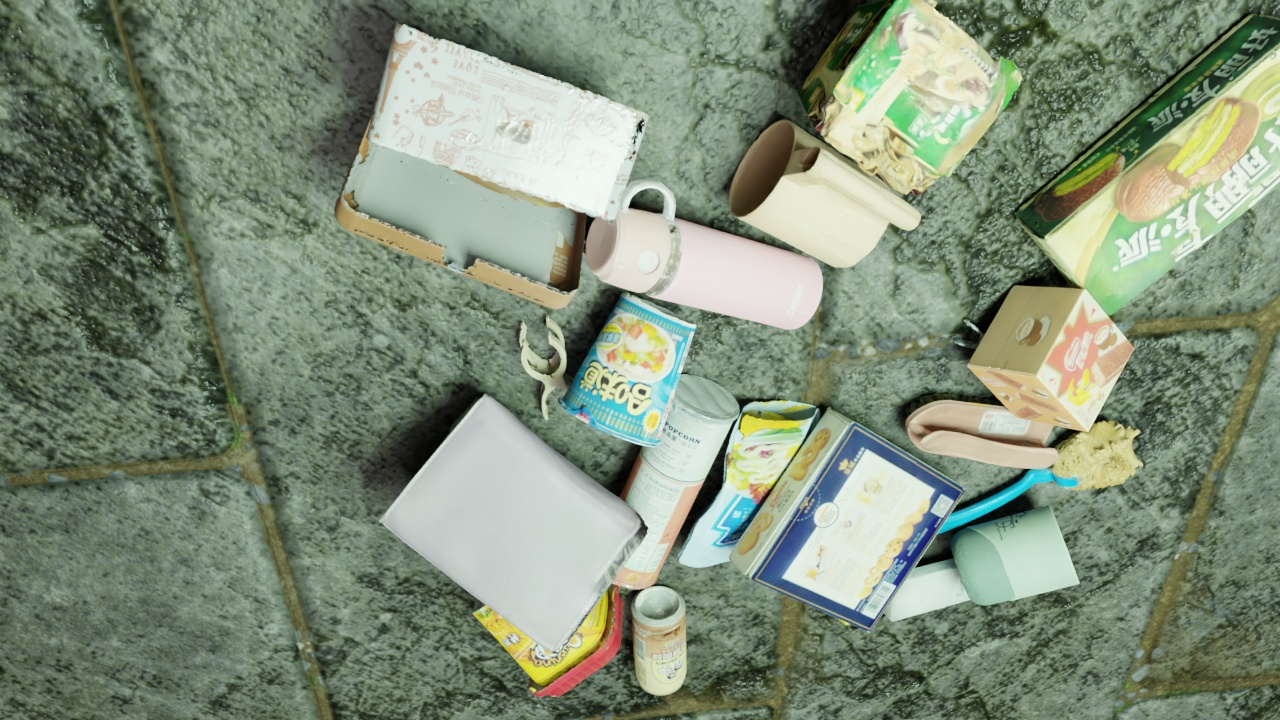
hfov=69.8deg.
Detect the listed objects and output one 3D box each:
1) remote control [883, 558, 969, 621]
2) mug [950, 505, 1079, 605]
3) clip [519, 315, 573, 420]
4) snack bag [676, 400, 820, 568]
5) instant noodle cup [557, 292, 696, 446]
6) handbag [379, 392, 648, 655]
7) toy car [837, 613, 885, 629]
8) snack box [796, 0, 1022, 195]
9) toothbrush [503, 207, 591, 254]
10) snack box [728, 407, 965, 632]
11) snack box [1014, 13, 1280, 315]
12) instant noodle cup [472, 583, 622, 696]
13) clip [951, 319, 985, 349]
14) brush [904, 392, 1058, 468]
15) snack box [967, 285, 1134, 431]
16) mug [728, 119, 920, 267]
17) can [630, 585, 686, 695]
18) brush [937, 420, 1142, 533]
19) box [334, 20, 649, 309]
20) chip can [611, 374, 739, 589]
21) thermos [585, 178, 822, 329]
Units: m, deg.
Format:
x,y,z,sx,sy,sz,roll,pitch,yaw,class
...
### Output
x,y,z,sx,sy,sz,roll,pitch,yaw,class
0.327,0.247,1.009,0.135,0.019,0.056,-8,118,-21,remote control
0.388,0.200,0.962,0.106,0.111,0.082,-22,99,20,mug
-0.070,0.006,0.819,0.076,0.034,0.103,-24,126,7,clip
0.109,0.127,0.908,0.110,0.039,0.191,-6,125,-37,snack bag
-0.005,0.005,0.785,0.099,0.099,0.110,22,97,-20,instant noodle cup
-0.111,0.142,0.824,0.197,0.098,0.145,40,89,-6,handbag
0.217,0.232,0.994,0.071,0.041,0.156,-30,119,10,toy car
0.184,-0.205,0.681,0.118,0.105,0.118,28,110,-24,snack box
-0.015,-0.089,0.772,0.212,0.026,0.027,20,151,-20,toothbrush
0.208,0.162,0.909,0.182,0.046,0.178,30,96,-28,snack box
0.451,-0.159,0.771,0.240,0.063,0.114,-42,119,17,snack box
-0.095,0.252,0.927,0.116,0.116,0.123,-39,107,16,instant noodle cup
0.323,-0.019,0.865,0.056,0.024,0.028,24,112,-14,clip
0.327,0.070,0.890,0.145,0.073,0.063,8,121,-11,brush
0.370,-0.003,0.828,0.094,0.077,0.092,39,79,-27,snack box
0.144,-0.129,0.715,0.103,0.125,0.084,24,86,-23,mug
0.021,0.305,0.999,0.058,0.058,0.116,-6,122,-5,can
0.397,0.135,0.959,0.255,0.045,0.083,-26,131,14,brush
-0.114,-0.135,0.661,0.181,0.148,0.158,16,102,-17,box
0.021,0.120,0.878,0.071,0.071,0.215,14,118,-16,chip can
0.056,-0.083,0.736,0.198,0.067,0.087,13,107,-31,thermos
